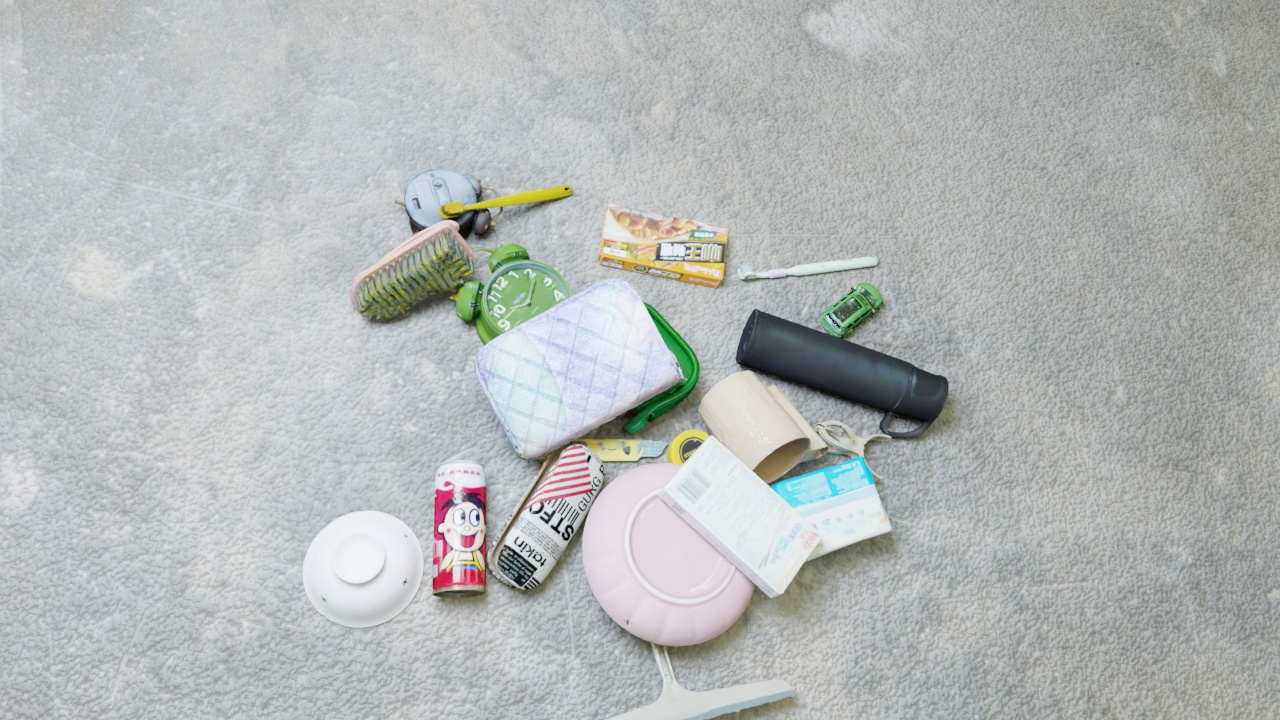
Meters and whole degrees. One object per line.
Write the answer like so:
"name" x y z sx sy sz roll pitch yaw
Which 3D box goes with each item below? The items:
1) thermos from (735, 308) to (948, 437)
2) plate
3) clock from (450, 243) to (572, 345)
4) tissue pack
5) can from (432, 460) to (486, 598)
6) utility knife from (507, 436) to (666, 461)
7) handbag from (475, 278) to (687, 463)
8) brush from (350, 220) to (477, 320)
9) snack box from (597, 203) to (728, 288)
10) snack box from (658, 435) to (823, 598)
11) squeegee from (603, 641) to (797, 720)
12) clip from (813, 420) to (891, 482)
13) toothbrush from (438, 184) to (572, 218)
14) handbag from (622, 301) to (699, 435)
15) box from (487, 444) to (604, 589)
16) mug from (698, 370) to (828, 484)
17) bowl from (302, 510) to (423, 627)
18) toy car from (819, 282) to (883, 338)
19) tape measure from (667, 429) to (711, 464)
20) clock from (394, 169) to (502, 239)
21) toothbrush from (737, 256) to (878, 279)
"thermos" 0.234 0.020 1.080 0.242 0.068 0.090 19 88 -3
"plate" 0.037 0.193 0.943 0.192 0.039 0.192 7 64 -14
"clock" -0.143 -0.068 1.047 0.161 0.056 0.116 37 65 6
"tissue pack" 0.202 0.166 1.011 0.140 0.063 0.090 -16 75 -14
"can" -0.185 0.172 0.940 0.053 0.053 0.132 1 68 -11
"utility knife" -0.058 0.097 1.021 0.177 0.019 0.031 4 73 -14
"handbag" -0.066 0.007 0.971 0.194 0.075 0.134 -28 88 3
"brush" -0.258 -0.099 1.020 0.146 0.063 0.073 -29 51 8
"snack box" 0.028 -0.140 1.126 0.153 0.026 0.075 11 67 -6
"snack box" 0.103 0.159 0.940 0.157 0.027 0.084 42 60 5
"squeegee" 0.010 0.253 0.952 0.246 0.039 0.246 -7 68 -20
"clip" 0.243 0.095 1.067 0.097 0.034 0.060 23 64 -6
"toothbrush" -0.153 -0.189 1.077 0.189 0.017 0.015 -20 90 -42
"handbag" -0.006 0.006 1.042 0.120 0.068 0.131 -39 81 -13
"box" -0.100 0.165 0.971 0.075 0.077 0.163 41 63 -23
"mug" 0.139 0.072 1.026 0.124 0.084 0.103 -8 51 -40
"bowl" -0.276 0.199 0.906 0.118 0.065 0.118 4 66 -10
"toy car" 0.263 -0.064 1.136 0.091 0.036 0.043 -36 77 -26
"tape measure" 0.058 0.108 1.026 0.060 0.029 0.057 -26 80 -19
"clock" -0.222 -0.179 1.078 0.121 0.055 0.082 -16 71 -17
"toothbrush" 0.215 -0.118 1.157 0.189 0.029 0.020 -6 111 -15
